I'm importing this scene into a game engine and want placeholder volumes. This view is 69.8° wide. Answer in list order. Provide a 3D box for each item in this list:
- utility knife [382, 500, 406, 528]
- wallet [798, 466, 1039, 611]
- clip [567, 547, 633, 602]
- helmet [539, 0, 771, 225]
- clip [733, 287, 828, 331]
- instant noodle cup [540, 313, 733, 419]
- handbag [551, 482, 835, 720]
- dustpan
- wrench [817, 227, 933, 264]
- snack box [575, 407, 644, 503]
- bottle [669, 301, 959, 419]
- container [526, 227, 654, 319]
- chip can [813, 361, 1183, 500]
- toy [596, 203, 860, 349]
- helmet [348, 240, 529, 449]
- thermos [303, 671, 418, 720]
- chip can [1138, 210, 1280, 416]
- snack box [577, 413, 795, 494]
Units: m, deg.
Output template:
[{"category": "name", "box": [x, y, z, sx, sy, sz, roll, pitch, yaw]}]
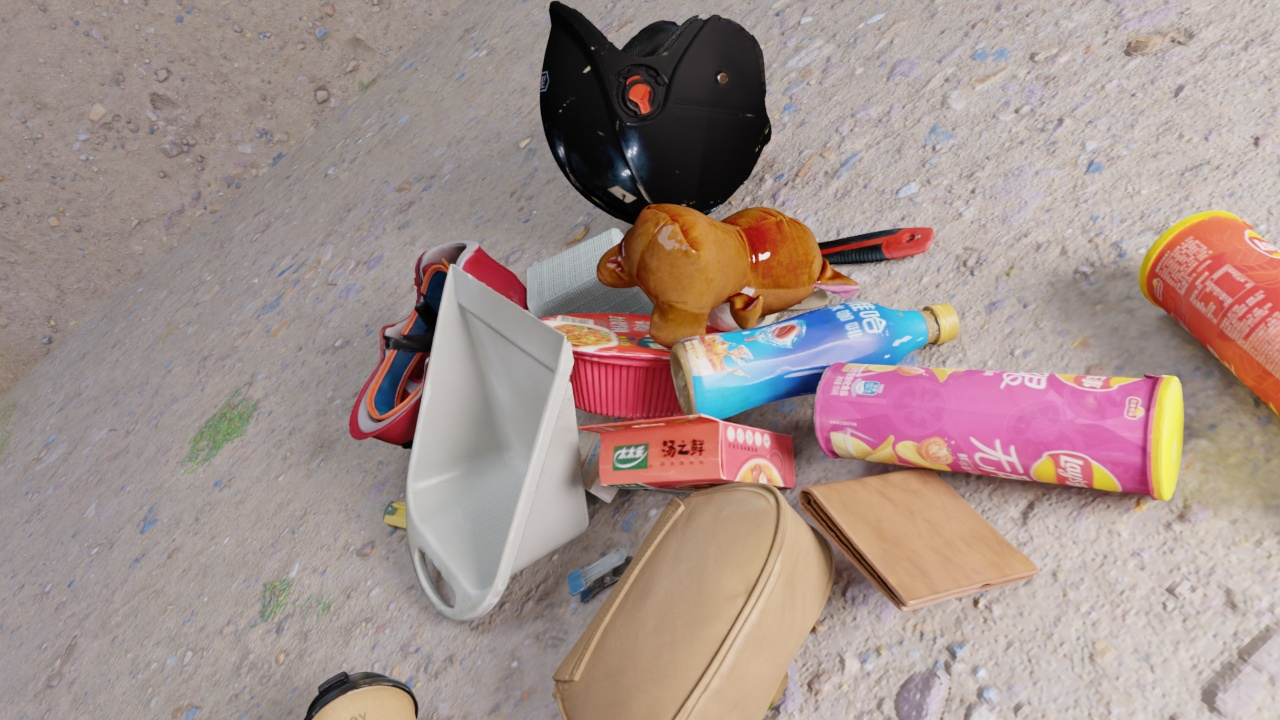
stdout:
[{"category": "utility knife", "box": [-0.203, 0.162, 0.922, 0.197, 0.020, 0.030, 3, 54, 39]}, {"category": "wallet", "box": [0.171, 0.107, 0.574, 0.101, 0.020, 0.115, -7, 30, -21]}, {"category": "clip", "box": [-0.030, 0.172, 0.741, 0.058, 0.038, 0.026, -34, 33, 11]}, {"category": "helmet", "box": [0.005, -0.266, 0.988, 0.230, 0.274, 0.233, -65, 19, 10]}, {"category": "clip", "box": [0.120, -0.063, 0.851, 0.103, 0.035, 0.092, -27, 37, 11]}, {"category": "instant noodle cup", "box": [-0.005, 0.005, 0.800, 0.194, 0.193, 0.066, 22, 111, 53]}, {"category": "handbag", "box": [0.036, 0.180, 0.603, 0.148, 0.100, 0.204, 5, 54, 56]}, {"category": "dustpan", "box": [-0.150, 0.084, 0.792, 0.142, 0.258, 0.223, -26, 33, -25]}, {"category": "wrench", "box": [0.151, -0.102, 0.881, 0.274, 0.016, 0.056, 1, 52, 45]}, {"category": "snack box", "box": [-0.052, 0.068, 0.850, 0.084, 0.027, 0.157, -56, 33, -9]}, {"category": "bottle", "box": [0.134, -0.006, 0.691, 0.218, 0.065, 0.065, -12, 34, -9]}, {"category": "container", "box": [-0.051, -0.073, 0.976, 0.111, 0.090, 0.089, -27, 36, 13]}, {"category": "chip can", "box": [0.220, 0.040, 0.585, 0.211, 0.071, 0.071, 3, 52, 38]}, {"category": "toy", "box": [0.074, -0.072, 0.766, 0.199, 0.131, 0.140, -17, 51, -33]}, {"category": "helmet", "box": [-0.196, -0.001, 0.986, 0.207, 0.144, 0.240, 17, 79, 60]}, {"category": "thermos", "box": [-0.198, 0.309, 0.685, 0.093, 0.093, 0.143, -42, 41, -3]}, {"category": "chip can", "box": [0.372, -0.005, 0.511, 0.073, 0.073, 0.216, -31, 35, 13]}, {"category": "snack box", "box": [0.036, 0.074, 0.688, 0.113, 0.127, 0.044, -9, 74, 37]}]
